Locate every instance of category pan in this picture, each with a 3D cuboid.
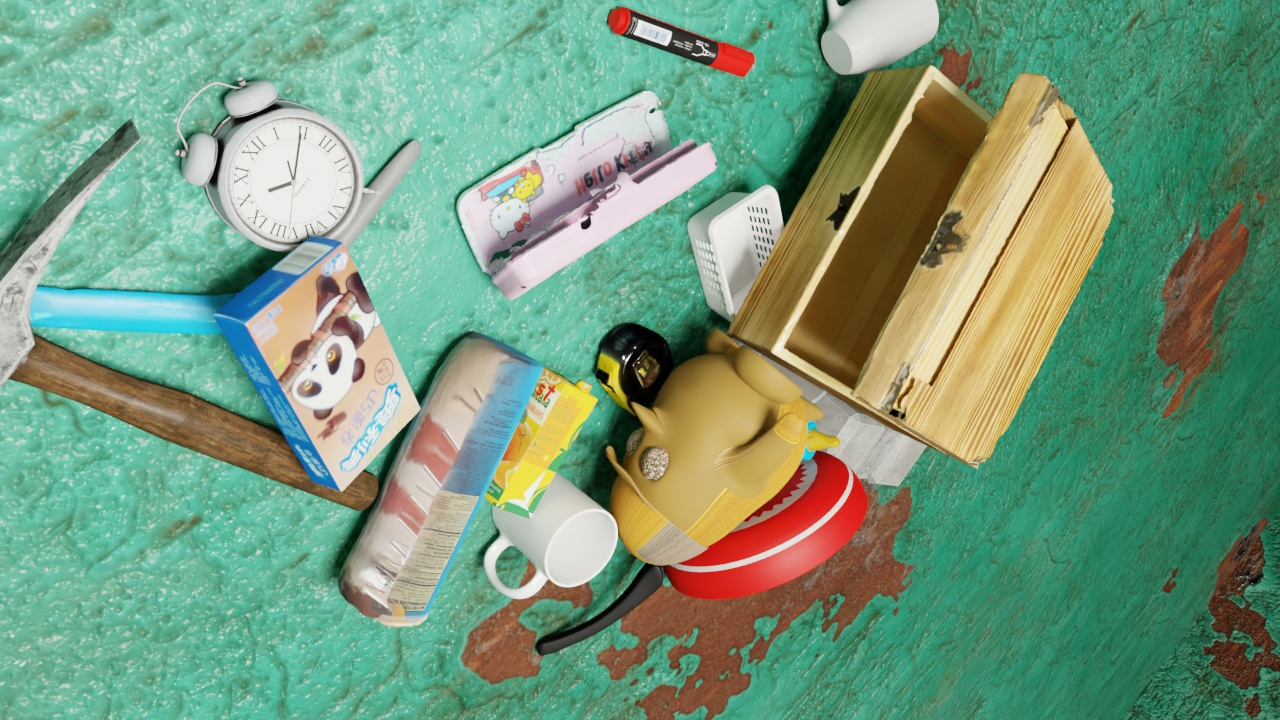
[{"bbox_3d":[0.049,0.187,0.896,0.356,0.208,0.067,-25,103,1],"label":"pan"}]

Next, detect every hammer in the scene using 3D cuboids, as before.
[{"bbox_3d":[0.296,-0.014,0.996,0.162,0.083,0.318,12,115,-42],"label":"hammer"},{"bbox_3d":[-0.270,0.012,0.601,0.218,0.037,0.300,-51,137,3],"label":"hammer"}]

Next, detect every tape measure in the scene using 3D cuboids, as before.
[{"bbox_3d":[-0.005,0.005,0.829,0.071,0.042,0.072,-49,133,-6],"label":"tape measure"}]

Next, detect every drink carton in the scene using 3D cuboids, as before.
[{"bbox_3d":[-0.092,0.062,0.772,0.041,0.058,0.122,30,90,-44],"label":"drink carton"}]

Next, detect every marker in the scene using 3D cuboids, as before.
[{"bbox_3d":[-0.196,-0.098,0.641,0.138,0.016,0.022,-54,165,-7],"label":"marker"},{"bbox_3d":[0.036,-0.260,0.748,0.144,0.024,0.021,3,71,-40],"label":"marker"}]

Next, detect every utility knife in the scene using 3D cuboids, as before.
[{"bbox_3d":[-0.313,-0.033,0.574,0.173,0.015,0.031,2,106,-39],"label":"utility knife"}]

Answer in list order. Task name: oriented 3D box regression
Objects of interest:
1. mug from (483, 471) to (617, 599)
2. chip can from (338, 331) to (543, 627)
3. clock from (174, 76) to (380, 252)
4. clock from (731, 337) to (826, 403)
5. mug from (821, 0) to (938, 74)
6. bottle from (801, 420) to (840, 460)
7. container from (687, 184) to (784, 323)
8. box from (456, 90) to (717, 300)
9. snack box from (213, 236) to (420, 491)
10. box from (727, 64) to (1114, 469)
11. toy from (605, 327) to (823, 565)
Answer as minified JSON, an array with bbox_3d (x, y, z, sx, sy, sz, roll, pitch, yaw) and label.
[{"bbox_3d":[-0.088,0.156,0.798,0.110,0.090,0.074,-48,132,-12],"label":"mug"},{"bbox_3d":[-0.158,0.091,0.723,0.079,0.080,0.229,22,95,-44],"label":"chip can"},{"bbox_3d":[-0.233,-0.123,0.582,0.094,0.035,0.122,-53,135,-7],"label":"clock"},{"bbox_3d":[0.159,-0.011,0.929,0.159,0.045,0.122,-40,132,5],"label":"clock"},{"bbox_3d":[0.206,-0.319,0.841,0.089,0.071,0.107,-34,101,-12],"label":"mug"},{"bbox_3d":[0.125,0.073,0.896,0.051,0.146,0.051,-7,98,-55],"label":"bottle"},{"bbox_3d":[0.092,-0.096,0.855,0.080,0.049,0.129,-35,129,-22],"label":"container"},{"bbox_3d":[-0.046,-0.138,0.722,0.201,0.088,0.095,-35,95,-22],"label":"box"},{"bbox_3d":[-0.207,0.004,0.607,0.087,0.034,0.151,-52,143,-37],"label":"snack box"},{"bbox_3d":[0.277,-0.067,0.799,0.257,0.215,0.279,28,90,-27],"label":"box"},{"bbox_3d":[0.048,0.083,0.811,0.162,0.198,0.203,37,92,-22],"label":"toy"}]
